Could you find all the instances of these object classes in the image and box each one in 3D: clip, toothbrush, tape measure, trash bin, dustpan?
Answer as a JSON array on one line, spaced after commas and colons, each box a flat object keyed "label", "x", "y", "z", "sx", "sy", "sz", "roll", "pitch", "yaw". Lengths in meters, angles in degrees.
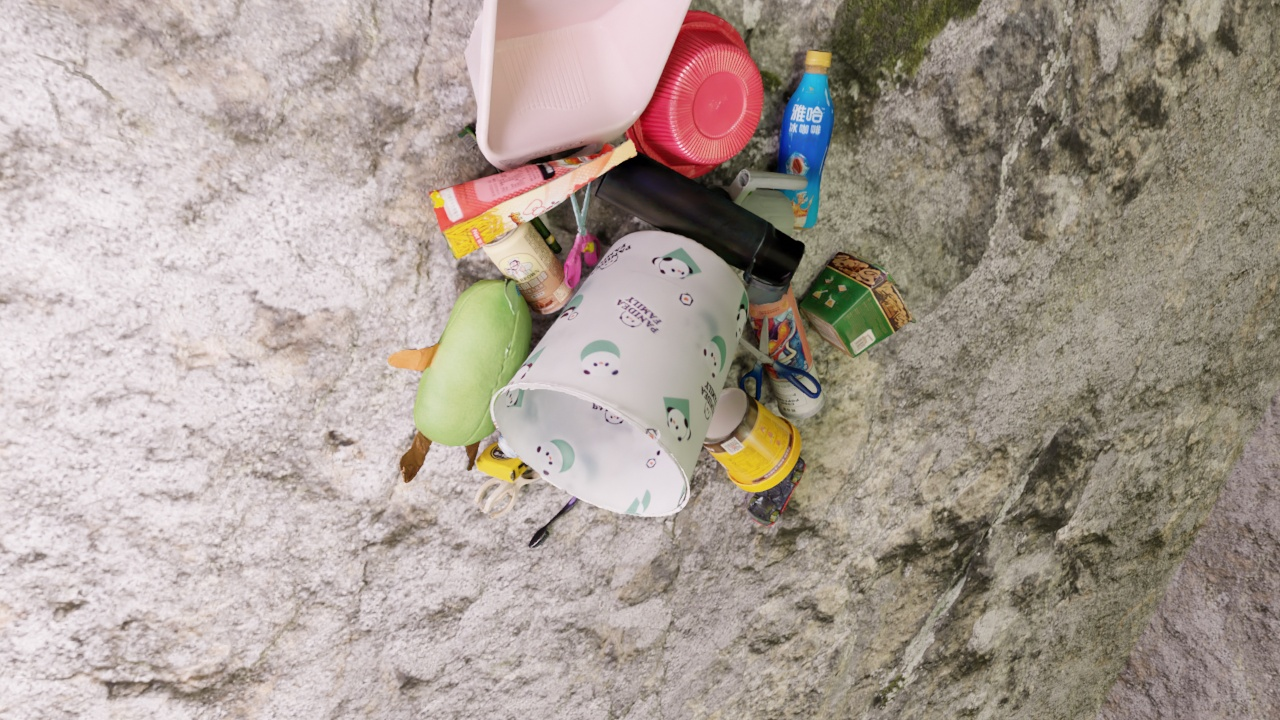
[{"label": "clip", "x": -0.162, "y": 0.154, "z": 1.149, "sx": 0.099, "sy": 0.035, "sz": 0.070, "roll": -47, "pitch": 130, "yaw": -17}, {"label": "toothbrush", "x": -0.141, "y": -0.182, "z": 1.009, "sx": 0.017, "sy": 0.012, "sz": 0.186, "roll": -41, "pitch": 129, "yaw": -4}, {"label": "tape measure", "x": -0.163, "y": 0.123, "z": 1.113, "sx": 0.057, "sy": 0.060, "sz": 0.029, "roll": -44, "pitch": 139, "yaw": -47}, {"label": "trash bin", "x": -0.006, "y": 0.006, "z": 1.019, "sx": 0.229, "sy": 0.230, "sz": 0.251, "roll": 56, "pitch": 49, "yaw": -38}, {"label": "toothbrush", "x": -0.081, "y": 0.182, "z": 1.228, "sx": 0.189, "sy": 0.014, "sz": 0.017, "roll": -46, "pitch": 137, "yaw": -7}, {"label": "dustpan", "x": -0.055, "y": -0.281, "z": 0.897, "sx": 0.222, "sy": 0.274, "sz": 0.139, "roll": -20, "pitch": 97, "yaw": -22}]

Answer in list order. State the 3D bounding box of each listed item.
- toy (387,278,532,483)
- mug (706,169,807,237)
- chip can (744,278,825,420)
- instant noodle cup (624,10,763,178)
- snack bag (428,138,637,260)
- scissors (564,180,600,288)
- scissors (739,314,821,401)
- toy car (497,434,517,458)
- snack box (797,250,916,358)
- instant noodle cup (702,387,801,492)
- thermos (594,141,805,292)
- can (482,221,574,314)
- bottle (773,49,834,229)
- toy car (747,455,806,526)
[{"label": "toy", "x": -0.188, "y": 0.018, "z": 1.019, "sx": 0.226, "sy": 0.090, "sz": 0.247, "roll": 7, "pitch": 109, "yaw": -58}, {"label": "mug", "x": 0.139, "y": -0.187, "z": 1.137, "sx": 0.103, "sy": 0.083, "sz": 0.124, "roll": -4, "pitch": 149, "yaw": -35}, {"label": "chip can", "x": 0.202, "y": -0.017, "z": 1.287, "sx": 0.071, "sy": 0.071, "sz": 0.215, "roll": -35, "pitch": 127, "yaw": -16}, {"label": "instant noodle cup", "x": 0.073, "y": -0.300, "z": 1.063, "sx": 0.193, "sy": 0.066, "sz": 0.194, "roll": -14, "pitch": 119, "yaw": -27}, {"label": "snack bag", "x": -0.111, "y": -0.178, "z": 0.943, "sx": 0.207, "sy": 0.128, "sz": 0.073, "roll": -24, "pitch": 105, "yaw": -7}, {"label": "scissors", "x": -0.068, "y": -0.140, "z": 1.036, "sx": 0.133, "sy": 0.017, "sz": 0.133, "roll": 75, "pitch": 29, "yaw": -56}, {"label": "scissors", "x": 0.175, "y": 0.006, "z": 1.262, "sx": 0.012, "sy": 0.162, "sz": 0.176, "roll": -55, "pitch": 164, "yaw": -38}, {"label": "toy car", "x": -0.138, "y": 0.085, "z": 1.105, "sx": 0.043, "sy": 0.090, "sz": 0.034, "roll": 48, "pitch": 122, "yaw": -3}, {"label": "snack box", "x": 0.301, "y": -0.073, "z": 1.301, "sx": 0.105, "sy": 0.117, "sz": 0.118, "roll": -45, "pitch": 127, "yaw": -2}, {"label": "instant noodle cup", "x": 0.145, "y": 0.106, "z": 1.283, "sx": 0.114, "sy": 0.118, "sz": 0.118, "roll": 41, "pitch": 86, "yaw": -33}, {"label": "thermos", "x": 0.068, "y": -0.157, "z": 1.043, "sx": 0.242, "sy": 0.089, "sz": 0.069, "roll": 26, "pitch": 134, "yaw": -8}, {"label": "can", "x": -0.125, "y": -0.108, "z": 1.024, "sx": 0.058, "sy": 0.058, "sz": 0.116, "roll": -44, "pitch": 129, "yaw": -9}, {"label": "bottle", "x": 0.210, "y": -0.279, "z": 1.167, "sx": 0.065, "sy": 0.065, "sz": 0.219, "roll": -7, "pitch": 116, "yaw": -32}, {"label": "toy car", "x": 0.211, "y": 0.198, "z": 1.410, "sx": 0.120, "sy": 0.053, "sz": 0.045, "roll": -58, "pitch": 155, "yaw": -2}]
